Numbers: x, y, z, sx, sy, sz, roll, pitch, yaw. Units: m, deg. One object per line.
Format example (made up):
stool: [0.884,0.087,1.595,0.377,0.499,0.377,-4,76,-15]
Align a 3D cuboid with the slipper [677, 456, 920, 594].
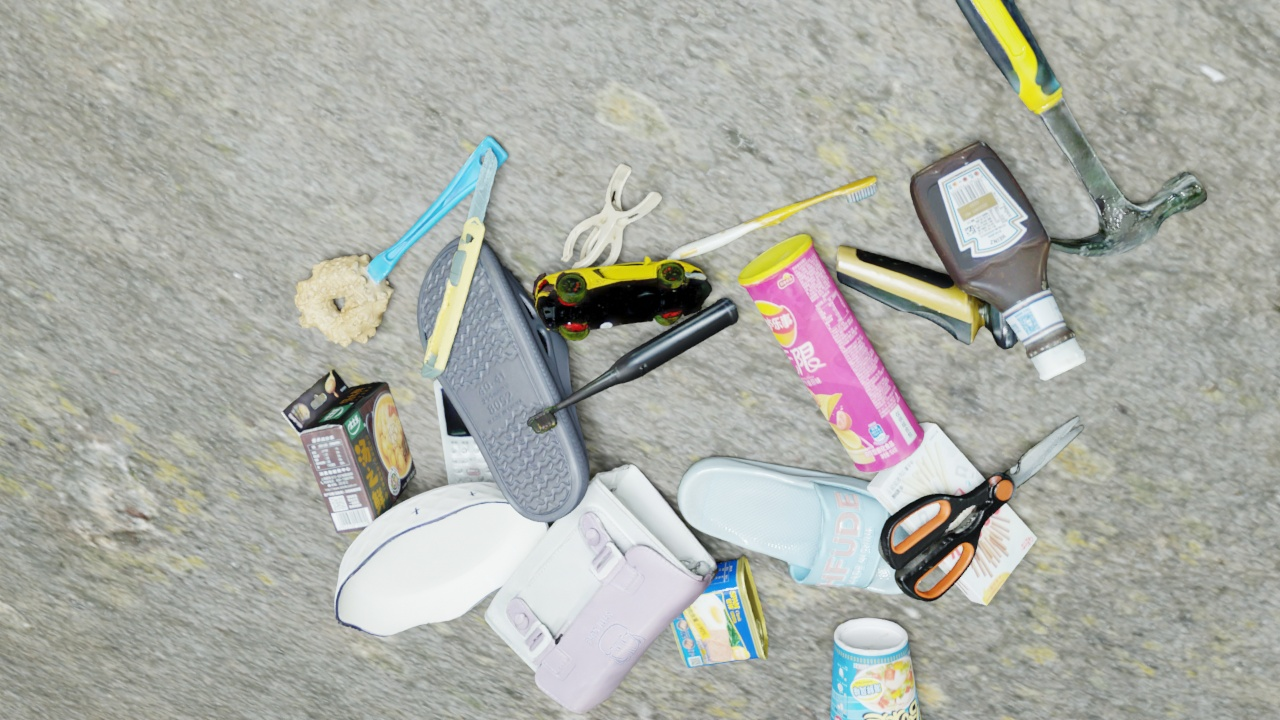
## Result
slipper: [0.154,0.157,0.862,0.245,0.074,0.104,16,110,1]

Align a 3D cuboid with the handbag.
handbag: [-0.038,0.220,0.873,0.145,0.098,0.197,43,111,15]

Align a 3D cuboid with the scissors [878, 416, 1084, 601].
scissors: [0.316,0.133,0.824,0.234,0.022,0.142,-15,103,-15]

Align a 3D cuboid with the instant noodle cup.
instant noodle cup: [0.231,0.319,0.906,0.099,0.099,0.110,-4,101,8]

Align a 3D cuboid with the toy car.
toy car: [-0.016,-0.057,0.803,0.156,0.041,0.071,-7,148,-6]

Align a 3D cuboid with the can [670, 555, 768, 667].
can: [0.075,0.252,0.914,0.083,0.057,0.102,-13,107,13]

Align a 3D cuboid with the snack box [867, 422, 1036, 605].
snack box: [0.288,0.141,0.845,0.157,0.027,0.084,46,75,-9]

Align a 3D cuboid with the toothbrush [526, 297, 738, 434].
toothbrush: [-0.005,0.005,0.789,0.212,0.027,0.026,-31,148,-20]

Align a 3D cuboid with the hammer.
hammer: [0.313,-0.220,0.731,0.126,0.031,0.323,-35,103,16]

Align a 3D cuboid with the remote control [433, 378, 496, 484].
remote control: [-0.164,0.083,0.898,0.058,0.021,0.150,-2,110,7]

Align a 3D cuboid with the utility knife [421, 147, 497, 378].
utility knife: [-0.155,-0.081,0.800,0.031,0.022,0.211,23,96,33]

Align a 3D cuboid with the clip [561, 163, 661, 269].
clip: [-0.028,-0.119,0.798,0.100,0.034,0.071,-52,60,19]

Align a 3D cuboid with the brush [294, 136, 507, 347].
brush: [-0.215,-0.107,0.831,0.255,0.045,0.083,-41,97,14]

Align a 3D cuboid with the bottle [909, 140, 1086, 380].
bottle: [0.291,-0.077,0.735,0.080,0.044,0.195,-28,78,10]

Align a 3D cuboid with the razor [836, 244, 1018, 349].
razor: [0.246,-0.061,0.786,0.167,0.062,0.068,21,129,5]

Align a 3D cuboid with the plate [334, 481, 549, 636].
plate: [-0.189,0.184,0.867,0.205,0.204,0.045,-43,56,18]

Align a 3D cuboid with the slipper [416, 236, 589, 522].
slipper: [-0.115,0.016,0.833,0.111,0.083,0.268,-31,79,25]

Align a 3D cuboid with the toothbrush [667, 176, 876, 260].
toothbrush: [0.113,-0.119,0.798,0.191,0.016,0.018,-20,115,12]

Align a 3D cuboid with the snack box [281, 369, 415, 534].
snack box: [-0.267,0.080,0.859,0.053,0.113,0.126,-10,109,9]

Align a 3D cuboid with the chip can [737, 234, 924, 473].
chip can: [0.168,-0.003,0.804,0.071,0.071,0.210,-30,104,15]
